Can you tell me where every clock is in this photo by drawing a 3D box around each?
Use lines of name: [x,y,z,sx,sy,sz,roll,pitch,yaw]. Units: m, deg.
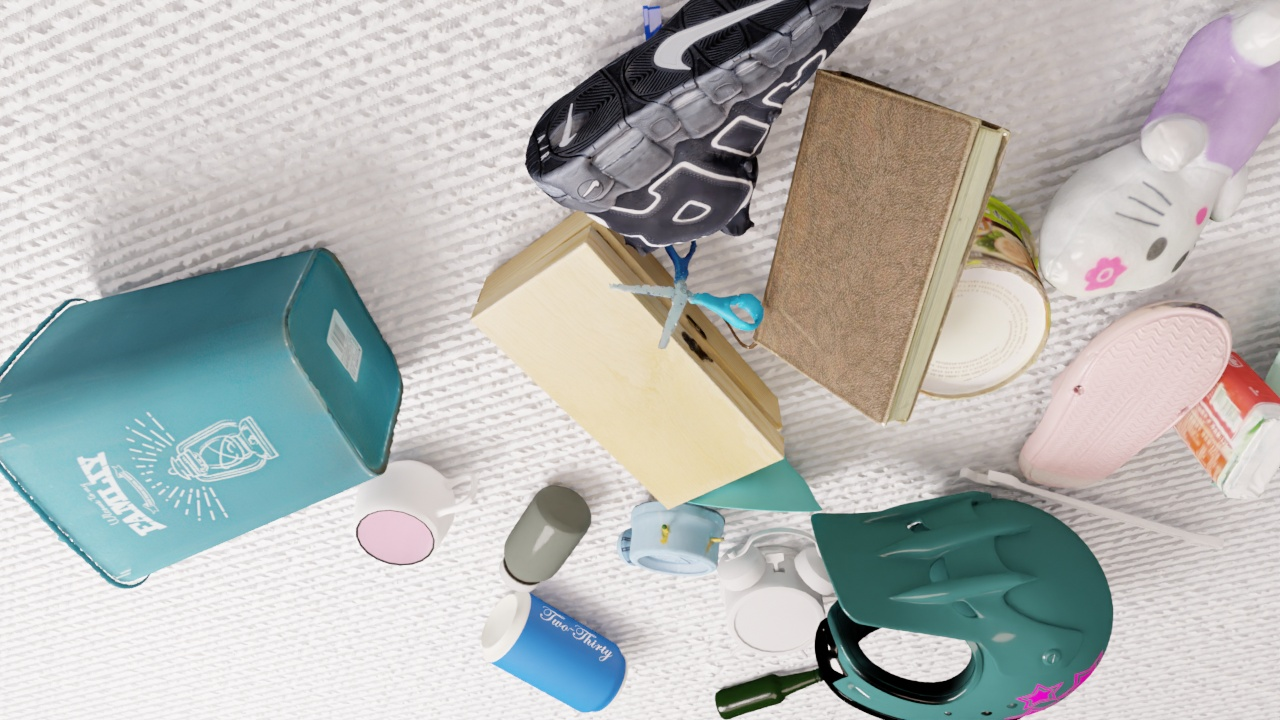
clock: [0.028,0.172,0.865,0.088,0.051,0.125,14,152,-15]
clock: [0.134,0.224,0.907,0.120,0.061,0.159,2,121,1]

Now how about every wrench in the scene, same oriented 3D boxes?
wrench: [0.419,0.137,0.845,0.273,0.009,0.047,16,168,-11]

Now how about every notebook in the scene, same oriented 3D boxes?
notebook: [0.140,-0.084,0.644,0.034,0.190,0.216,-10,122,-34]

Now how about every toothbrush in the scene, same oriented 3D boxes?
toothbrush: [0.017,-0.160,0.664,0.011,0.016,0.187,-5,127,3]

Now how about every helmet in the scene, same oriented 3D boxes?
helmet: [0.276,0.211,0.810,0.274,0.176,0.201,0,128,-8]

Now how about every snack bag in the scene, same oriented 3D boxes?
snack bag: [0.465,0.045,0.728,0.036,0.115,0.077,7,122,-2]

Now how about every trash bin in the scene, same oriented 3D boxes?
trash bin: [-0.323,0.031,0.715,0.219,0.198,0.197,-18,124,6]

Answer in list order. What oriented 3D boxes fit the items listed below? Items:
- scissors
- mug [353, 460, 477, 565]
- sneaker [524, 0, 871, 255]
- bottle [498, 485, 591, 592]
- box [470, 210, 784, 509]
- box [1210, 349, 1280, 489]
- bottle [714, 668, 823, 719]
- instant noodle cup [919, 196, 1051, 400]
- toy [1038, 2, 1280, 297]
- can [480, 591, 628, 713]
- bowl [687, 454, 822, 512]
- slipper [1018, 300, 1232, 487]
scissors: [0.030,-0.057,0.674,0.127,0.127,0.014,-1,148,-28]
mug: [-0.201,0.131,0.840,0.124,0.076,0.090,-20,122,16]
sneaker: [0.062,-0.154,0.617,0.253,0.097,0.151,-32,134,11]
bottle: [-0.094,0.172,0.875,0.060,0.060,0.109,25,123,-15]
box: [-0.004,0.005,0.740,0.128,0.091,0.249,-33,117,19]
box: [0.547,0.032,0.735,0.113,0.078,0.188,18,129,18]
bottle: [0.144,0.367,1.021,0.123,0.033,0.033,-24,121,18]
instant noodle cup: [0.231,-0.044,0.685,0.146,0.097,0.146,1,125,2]
toy: [0.355,-0.133,0.616,0.137,0.085,0.210,6,126,-44]
can: [-0.090,0.305,0.958,0.146,0.078,0.079,37,119,-21]
bowl: [0.101,0.105,0.813,0.121,0.121,0.046,3,85,0]
slipper: [0.387,0.033,0.759,0.107,0.055,0.222,11,136,-4]
